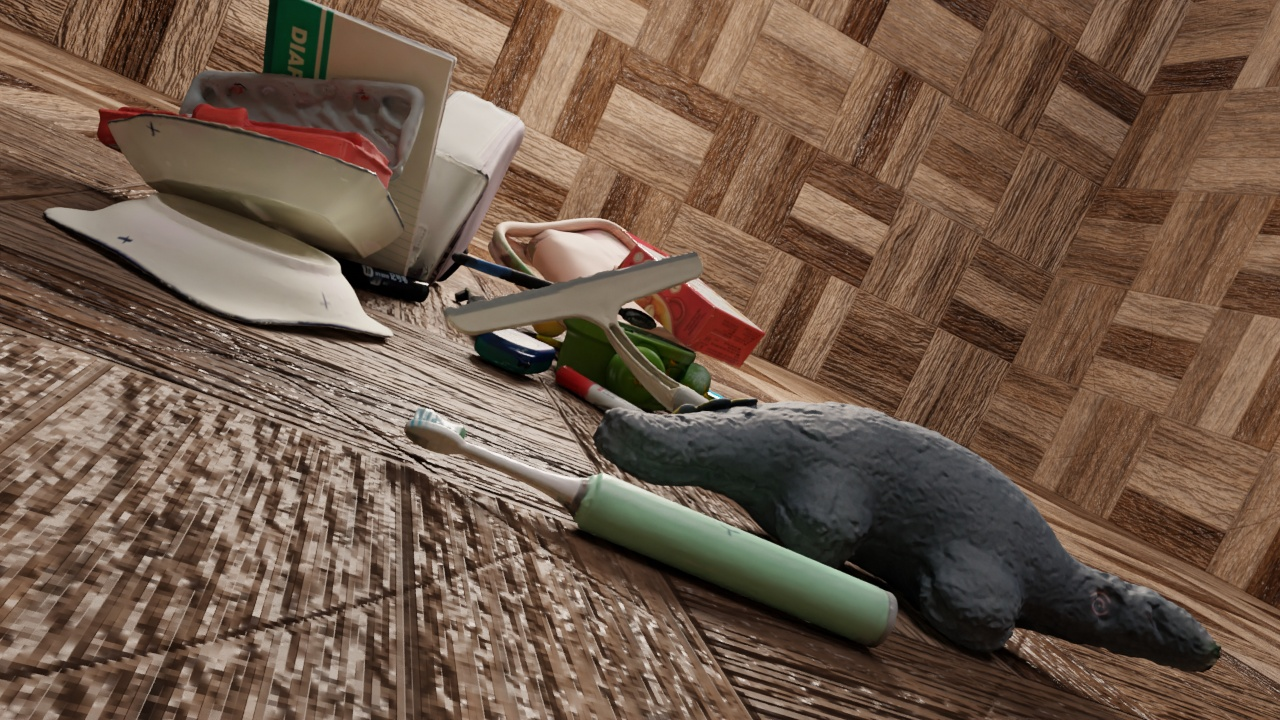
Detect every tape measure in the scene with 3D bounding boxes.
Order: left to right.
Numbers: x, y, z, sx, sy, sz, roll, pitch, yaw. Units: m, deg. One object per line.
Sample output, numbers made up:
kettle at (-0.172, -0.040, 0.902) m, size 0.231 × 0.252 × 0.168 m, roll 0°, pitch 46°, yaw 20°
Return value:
tape measure at (-0.095, -0.006, 0.680) m, size 0.054 × 0.025 × 0.058 m, roll 24°, pitch 8°, yaw 14°

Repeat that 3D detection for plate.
plate at (-0.238, -0.062, 0.548) m, size 0.164 × 0.034 × 0.164 m, roll 26°, pitch 5°, yaw 19°
plate at (-0.255, -0.109, 0.640) m, size 0.162 × 0.034 × 0.266 m, roll 11°, pitch -5°, yaw -9°

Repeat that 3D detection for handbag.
handbag at (-0.188, -0.163, 0.873) m, size 0.098 × 0.145 × 0.196 m, roll 22°, pitch 27°, yaw -7°
handbag at (-0.058, -0.073, 0.911) m, size 0.233 × 0.093 × 0.193 m, roll 11°, pitch 33°, yaw -54°

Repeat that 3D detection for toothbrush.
toothbrush at (-0.149, -0.046, 0.839) m, size 0.026 × 0.027 × 0.213 m, roll 69°, pitch -12°, yaw -18°
toothbrush at (-0.067, -0.056, 0.761) m, size 0.189 × 0.014 × 0.016 m, roll 18°, pitch 22°, yaw -27°
toothbrush at (0.006, 0.071, 0.388) m, size 0.224 × 0.027 × 0.027 m, roll 23°, pitch 27°, yaw -8°

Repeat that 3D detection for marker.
marker at (-0.224, -0.068, 0.743) m, size 0.022 × 0.020 × 0.132 m, roll -6°, pitch -10°, yaw 31°
marker at (-0.010, 0.039, 0.671) m, size 0.145 × 0.017 × 0.017 m, roll 29°, pitch 7°, yaw 36°

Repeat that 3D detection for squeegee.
squeegee at (0.028, 0.020, 0.655) m, size 0.245 × 0.039 × 0.246 m, roll -18°, pitch 48°, yaw -39°

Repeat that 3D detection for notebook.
notebook at (-0.242, -0.173, 0.747) m, size 0.150 × 0.210 × 0.012 m, roll 22°, pitch 32°, yaw 1°

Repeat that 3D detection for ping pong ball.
ping pong ball at (-0.094, -0.044, 0.957) m, size 0.040 × 0.040 × 0.040 m, roll 24°, pitch 6°, yaw -3°

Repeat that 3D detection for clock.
clock at (-0.005, 0.004, 0.767) m, size 0.116 × 0.056 × 0.161 m, roll 14°, pitch 8°, yaw -46°

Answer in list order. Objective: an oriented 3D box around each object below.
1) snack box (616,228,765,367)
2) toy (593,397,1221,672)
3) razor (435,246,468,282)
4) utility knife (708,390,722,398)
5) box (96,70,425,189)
snack box at (0.037, -0.055, 0.833) m, size 0.127 × 0.044 × 0.113 m, roll 43°, pitch 13°, yaw 30°
toy at (0.146, 0.087, 0.520) m, size 0.356 × 0.091 × 0.137 m, roll 22°, pitch 18°, yaw -3°
razor at (-0.255, -0.120, 0.942) m, size 0.167 × 0.062 × 0.067 m, roll 8°, pitch 49°, yaw -53°
utility knife at (0.020, 0.013, 1.044) m, size 0.209 × 0.018 × 0.034 m, roll 27°, pitch 7°, yaw 38°
box at (-0.270, -0.178, 0.667) m, size 0.201 × 0.099 × 0.112 m, roll 9°, pitch -5°, yaw 12°
